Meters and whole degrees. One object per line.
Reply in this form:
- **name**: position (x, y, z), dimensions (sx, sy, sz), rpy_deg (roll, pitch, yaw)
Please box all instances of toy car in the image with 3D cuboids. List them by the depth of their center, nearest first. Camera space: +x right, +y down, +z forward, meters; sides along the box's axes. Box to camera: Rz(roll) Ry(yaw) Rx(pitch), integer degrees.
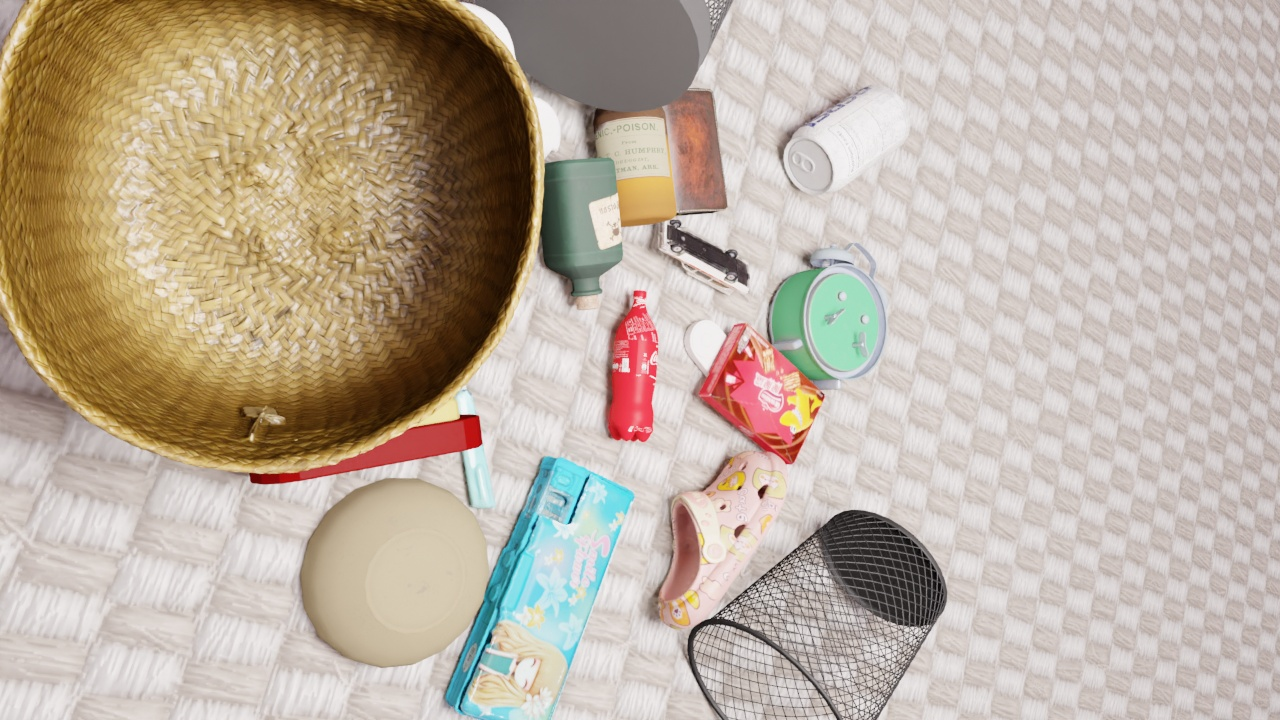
- **toy car**: position (0.060, -0.099, 0.907), dimensions (0.113, 0.039, 0.039), rpy_deg (23, 52, -29)

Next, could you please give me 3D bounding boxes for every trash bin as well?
- **trash bin**: position (-0.005, -0.356, 0.753), dimensions (0.217, 0.218, 0.227), rpy_deg (32, 66, -28)
- **trash bin**: position (0.184, 0.265, 0.898), dimensions (0.209, 0.184, 0.184), rpy_deg (-35, 107, -35)

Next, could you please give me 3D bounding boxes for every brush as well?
- **brush**: position (-0.208, 0.057, 0.701), dimensions (0.173, 0.082, 0.042), rpy_deg (-8, 93, -33)

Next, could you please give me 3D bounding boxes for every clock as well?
- **clock**: position (0.212, -0.055, 0.980), dimensions (0.122, 0.075, 0.161), rpy_deg (40, 67, -25)

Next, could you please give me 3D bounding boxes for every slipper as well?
- **slipper**: position (0.066, 0.158, 0.875), dimensions (0.081, 0.093, 0.197), rpy_deg (39, 69, -14)

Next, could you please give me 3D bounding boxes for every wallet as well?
- **wallet**: position (0.049, -0.208, 0.914), dimensions (0.072, 0.019, 0.123), rpy_deg (-10, 94, -33)

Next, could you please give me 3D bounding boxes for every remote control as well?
- **remote control**: position (0.092, 0.014, 0.938), dimensions (0.136, 0.013, 0.043), rpy_deg (49, 64, -21)

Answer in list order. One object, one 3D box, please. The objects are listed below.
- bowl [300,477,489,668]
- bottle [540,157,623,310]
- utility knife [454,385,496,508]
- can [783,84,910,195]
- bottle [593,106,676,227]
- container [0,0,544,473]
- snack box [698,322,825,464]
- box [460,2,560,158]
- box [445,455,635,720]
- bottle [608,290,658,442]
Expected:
- **bowl**: position (-0.186, 0.171, 0.730), dimensions (0.152, 0.051, 0.152), rpy_deg (1, 88, -33)
- **bottle**: position (-0.053, -0.111, 0.817), dimensions (0.061, 0.061, 0.131), rpy_deg (-12, 102, -35)
- **utility knife**: position (-0.144, 0.066, 0.783), dimensions (0.022, 0.015, 0.126), rpy_deg (-12, 93, -34)
- **can**: position (0.224, -0.238, 0.993), dimensions (0.135, 0.078, 0.078), rpy_deg (-36, 107, -29)
- **bottle**: position (-0.008, -0.206, 0.848), dimensions (0.067, 0.068, 0.157), rpy_deg (-8, 93, -33)
- **container**: position (-0.227, -0.096, 0.597), dimensions (0.306, 0.197, 0.307), rpy_deg (-2, 98, -17)
- **snack box**: position (0.126, 0.035, 0.937), dimensions (0.133, 0.021, 0.089), rpy_deg (39, 68, -27)
- **box**: position (-0.121, -0.216, 0.758), dimensions (0.141, 0.140, 0.083), rpy_deg (30, 86, -13)
- **box**: position (-0.083, 0.204, 0.801), dimensions (0.094, 0.041, 0.226), rpy_deg (30, 73, -29)
- **bottle**: position (-0.005, 0.005, 0.858), dimensions (0.041, 0.042, 0.141), rpy_deg (7, 84, -33)
